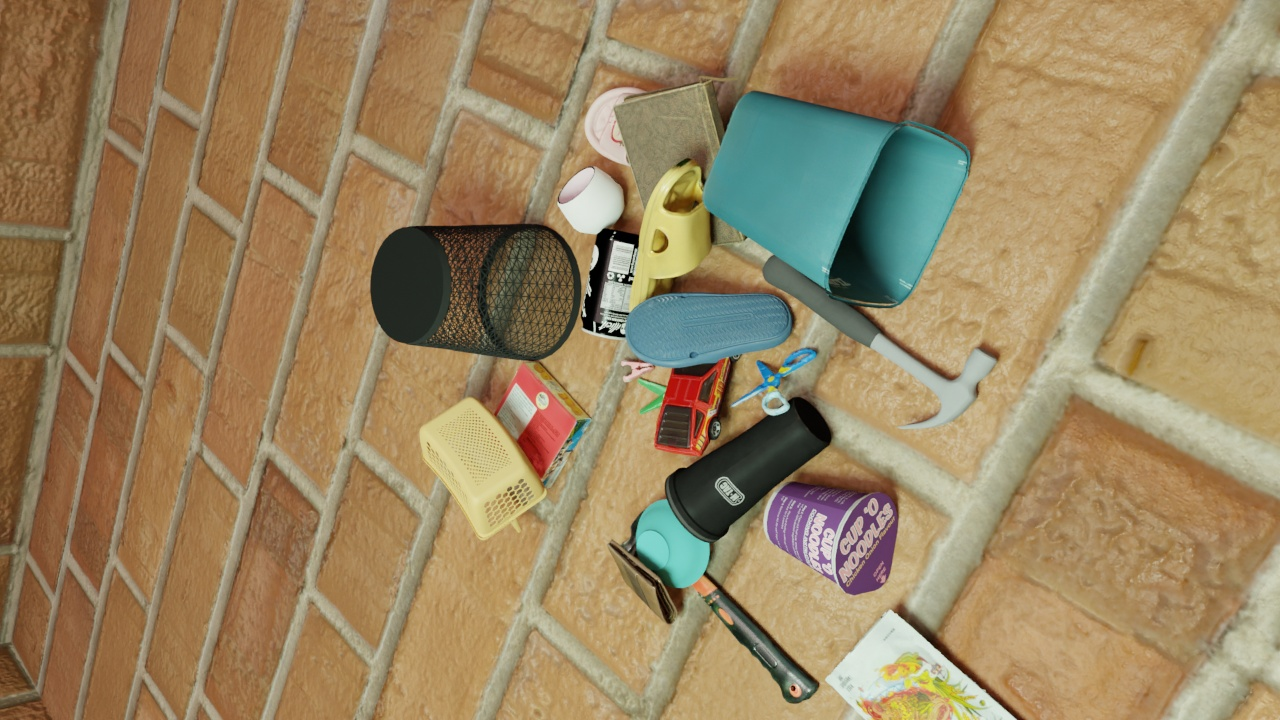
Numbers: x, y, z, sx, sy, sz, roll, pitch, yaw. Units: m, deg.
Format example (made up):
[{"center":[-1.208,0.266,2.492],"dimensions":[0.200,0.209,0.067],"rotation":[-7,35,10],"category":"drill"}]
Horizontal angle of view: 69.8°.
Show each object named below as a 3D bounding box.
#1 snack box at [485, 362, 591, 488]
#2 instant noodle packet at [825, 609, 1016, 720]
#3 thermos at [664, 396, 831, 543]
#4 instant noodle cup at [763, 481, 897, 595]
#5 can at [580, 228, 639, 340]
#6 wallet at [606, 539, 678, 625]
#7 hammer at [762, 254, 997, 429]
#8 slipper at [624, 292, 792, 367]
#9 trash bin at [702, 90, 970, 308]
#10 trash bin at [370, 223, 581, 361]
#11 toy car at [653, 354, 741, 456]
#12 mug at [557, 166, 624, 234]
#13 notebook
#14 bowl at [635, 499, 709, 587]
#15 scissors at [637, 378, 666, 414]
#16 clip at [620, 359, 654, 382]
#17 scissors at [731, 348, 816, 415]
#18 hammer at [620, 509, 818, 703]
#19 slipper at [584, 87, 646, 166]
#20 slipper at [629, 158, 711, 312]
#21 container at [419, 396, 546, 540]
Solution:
[{"center":[-0.162,0.101,1.427],"dimensions":[0.142,0.040,0.145],"rotation":[45,117,28],"category":"snack box"},{"center":[0.345,0.421,1.034],"dimensions":[0.269,0.057,0.147],"rotation":[43,117,24],"category":"instant noodle packet"},{"center":[0.135,0.136,1.164],"dimensions":[0.219,0.105,0.105],"rotation":[-41,67,26],"category":"thermos"},{"center":[0.222,0.205,1.098],"dimensions":[0.122,0.121,0.137],"rotation":[15,144,46],"category":"instant noodle cup"},{"center":[-0.035,-0.108,1.298],"dimensions":[0.080,0.080,0.146],"rotation":[20,103,36],"category":"can"},{"center":[0.002,0.301,1.246],"dimensions":[0.026,0.121,0.099],"rotation":[-41,52,-17],"category":"wallet"},{"center":[0.263,-0.034,1.100],"dimensions":[0.311,0.029,0.125],"rotation":[41,114,31],"category":"hammer"},{"center":[0.087,-0.036,1.172],"dimensions":[0.214,0.059,0.103],"rotation":[-5,61,4],"category":"slipper"},{"center":[0.210,-0.195,1.046],"dimensions":[0.219,0.196,0.199],"rotation":[35,111,39],"category":"trash bin"},{"center":[-0.250,-0.106,1.362],"dimensions":[0.217,0.242,0.217],"rotation":[1,92,38],"category":"trash bin"},{"center":[0.074,0.033,1.207],"dimensions":[0.082,0.056,0.189],"rotation":[6,70,36],"category":"toy car"},{"center":[-0.076,-0.229,1.329],"dimensions":[0.090,0.076,0.124],"rotation":[-53,31,-9],"category":"mug"},{"center":[0.070,-0.252,1.191],"dimensions":[0.191,0.034,0.215],"rotation":[-1,116,39],"category":"notebook"},{"center":[0.029,0.252,1.238],"dimensions":[0.121,0.046,0.121],"rotation":[3,94,37],"category":"bowl"},{"center":[0.044,0.041,1.283],"dimensions":[0.130,0.012,0.117],"rotation":[26,106,33],"category":"scissors"},{"center":[-0.007,0.016,1.317],"dimensions":[0.059,0.023,0.050],"rotation":[24,110,37],"category":"clip"},{"center":[0.168,0.028,1.146],"dimensions":[0.125,0.129,0.013],"rotation":[-32,115,13],"category":"scissors"},{"center":[0.106,0.325,1.233],"dimensions":[0.333,0.033,0.133],"rotation":[44,116,27],"category":"hammer"},{"center":[0.008,-0.315,1.276],"dimensions":[0.222,0.055,0.107],"rotation":[31,108,31],"category":"slipper"},{"center":[0.048,-0.143,1.187],"dimensions":[0.078,0.099,0.264],"rotation":[30,138,13],"category":"slipper"},{"center":[-0.238,0.166,1.395],"dimensions":[0.183,0.129,0.167],"rotation":[47,161,26],"category":"container"}]
